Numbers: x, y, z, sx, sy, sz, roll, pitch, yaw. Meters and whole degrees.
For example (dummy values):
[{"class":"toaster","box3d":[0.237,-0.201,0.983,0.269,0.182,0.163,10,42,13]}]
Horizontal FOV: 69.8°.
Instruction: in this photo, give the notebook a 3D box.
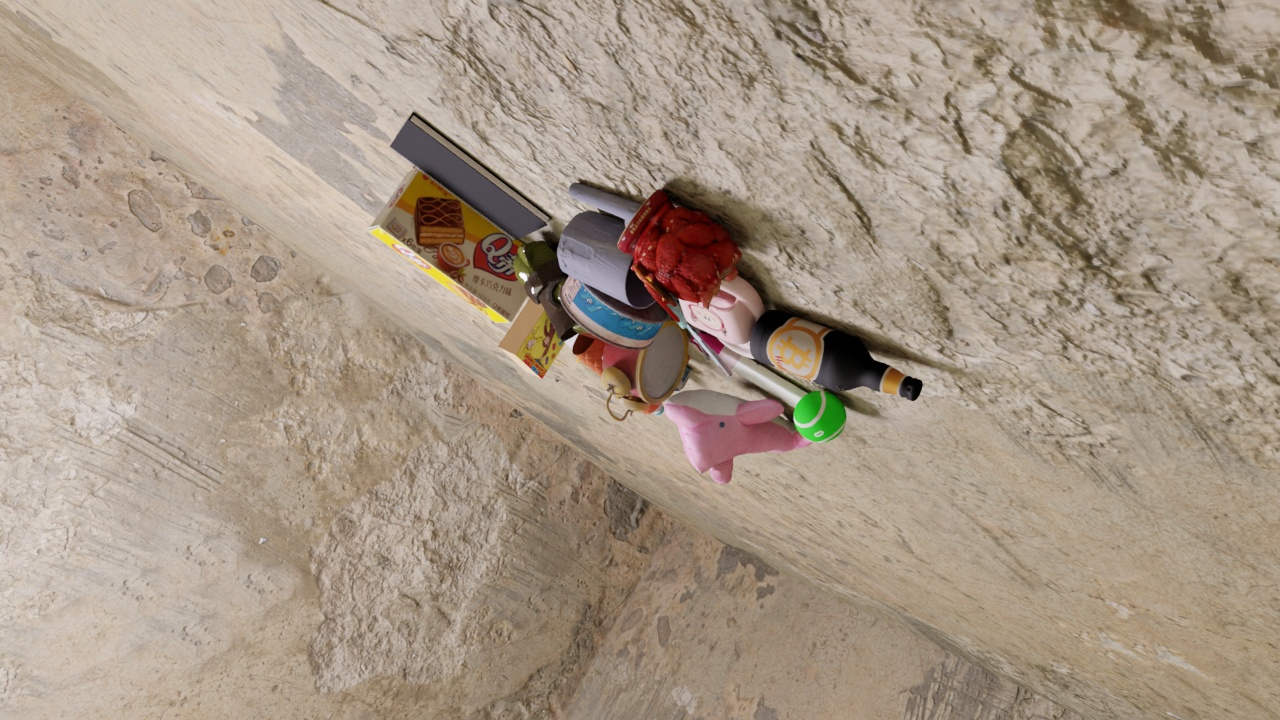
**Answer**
[{"class":"notebook","box3d":[-0.221,-0.230,1.179,0.206,0.016,0.149,36,166,-19]}]

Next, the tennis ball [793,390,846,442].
[{"class":"tennis ball","box3d":[0.226,0.071,1.156,0.065,0.065,0.065,30,168,7]}]

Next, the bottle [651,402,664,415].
[{"class":"bottle","box3d":[-0.001,0.048,1.458,0.044,0.044,0.136,21,163,40]}]

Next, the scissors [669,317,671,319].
[{"class":"scissors","box3d":[-0.025,-0.101,1.199,0.125,0.019,0.155,18,160,50]}]

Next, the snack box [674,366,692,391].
[{"class":"snack box","box3d":[-0.009,-0.006,1.475,0.145,0.042,0.144,36,167,-18]}]

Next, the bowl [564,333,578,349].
[{"class":"bowl","box3d":[-0.099,-0.052,1.400,0.149,0.043,0.150,46,161,21]}]

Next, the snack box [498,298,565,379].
[{"class":"snack box","box3d":[-0.160,-0.048,1.484,0.040,0.125,0.088,24,166,33]}]

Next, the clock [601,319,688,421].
[{"class":"clock","box3d":[-0.007,0.007,1.255,0.081,0.158,0.117,17,162,32]}]

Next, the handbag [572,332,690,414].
[{"class":"handbag","box3d":[-0.019,-0.009,1.335,0.060,0.108,0.172,18,162,47]}]

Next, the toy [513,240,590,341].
[{"class":"toy","box3d":[-0.108,-0.094,1.235,0.152,0.078,0.179,54,176,5]}]

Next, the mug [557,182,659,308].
[{"class":"mug","box3d":[-0.030,-0.128,0.996,0.104,0.083,0.124,26,143,33]}]

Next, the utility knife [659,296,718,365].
[{"class":"utility knife","box3d":[0.041,-0.055,1.090,0.165,0.015,0.022,53,169,18]}]

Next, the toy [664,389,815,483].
[{"class":"toy","box3d":[0.136,0.115,1.317,0.265,0.127,0.187,12,171,-36]}]

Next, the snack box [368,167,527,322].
[{"class":"snack box","box3d":[-0.255,-0.161,1.305,0.230,0.110,0.062,37,164,-26]}]

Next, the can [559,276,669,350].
[{"class":"can","box3d":[-0.030,-0.071,1.104,0.130,0.044,0.129,26,-152,-15]}]

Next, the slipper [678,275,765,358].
[{"class":"slipper","box3d":[0.089,-0.054,1.025,0.107,0.055,0.221,27,170,27]}]

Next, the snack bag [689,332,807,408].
[{"class":"snack bag","box3d":[0.155,0.016,1.231,0.196,0.016,0.070,31,170,4]}]

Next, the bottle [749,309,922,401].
[{"class":"bottle","box3d":[0.203,0.001,0.950,0.182,0.059,0.059,23,165,34]}]

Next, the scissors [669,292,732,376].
[{"class":"scissors","box3d":[0.071,-0.031,1.128,0.141,0.014,0.175,56,179,-34]}]

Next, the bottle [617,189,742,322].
[{"class":"bottle","box3d":[0.037,-0.098,0.882,0.111,0.098,0.099,36,168,2]}]
